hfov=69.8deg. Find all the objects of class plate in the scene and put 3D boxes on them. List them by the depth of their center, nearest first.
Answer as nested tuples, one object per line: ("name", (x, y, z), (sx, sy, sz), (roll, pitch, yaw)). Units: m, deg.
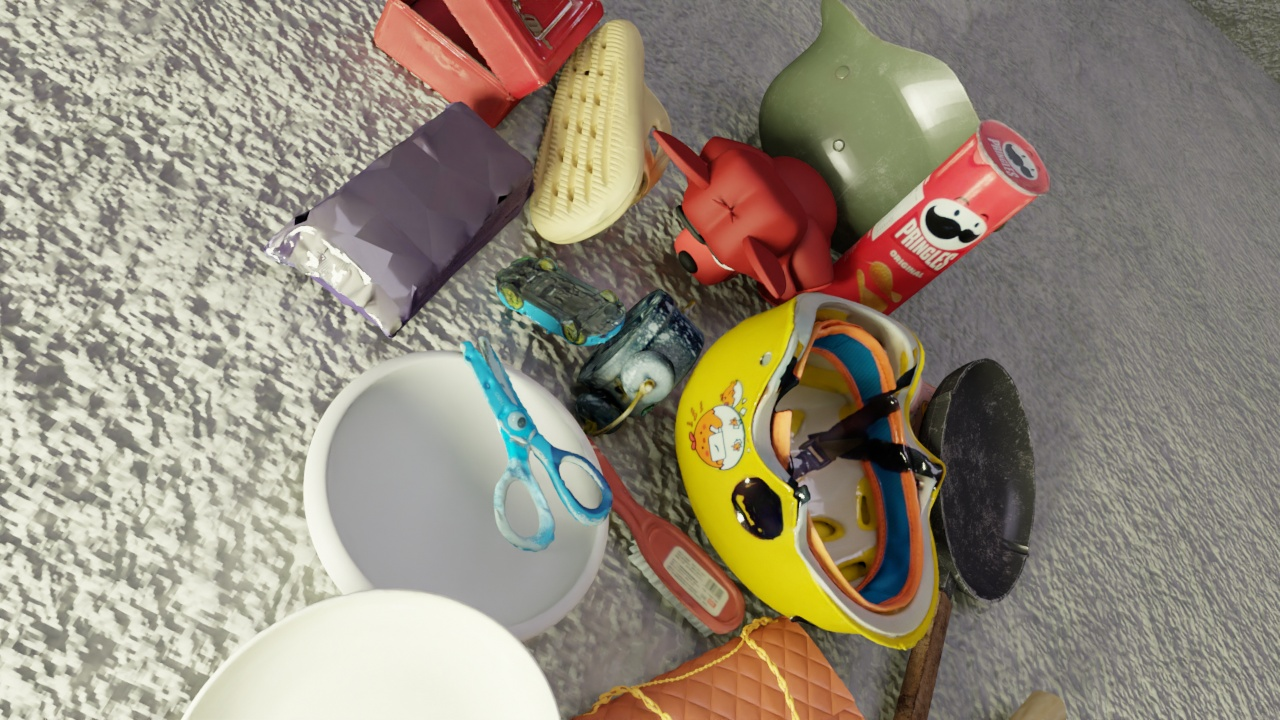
("plate", (-0.127, 0.197, 0.433), (0.182, 0.034, 0.182), (1, 88, -22))

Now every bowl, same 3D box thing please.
("bowl", (-0.109, 0.085, 0.532), (0.176, 0.066, 0.176), (18, 53, -25))

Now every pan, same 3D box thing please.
("pan", (0.247, 0.153, 0.730), (0.208, 0.040, 0.355), (56, 51, -29))

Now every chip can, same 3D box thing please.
("chip can", (0.226, -0.095, 0.772), (0.073, 0.234, 0.073), (17, 52, -23))

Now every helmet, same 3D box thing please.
("helmet", (0.108, 0.078, 0.645), (0.208, 0.140, 0.240), (1, 79, -47))
("helmet", (0.200, -0.200, 0.863), (0.268, 0.154, 0.227), (61, 7, 0))

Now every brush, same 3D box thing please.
("brush", (0.001, 0.117, 0.614), (0.172, 0.030, 0.040), (47, 47, -1))

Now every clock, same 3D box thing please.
("clock", (-0.004, 0.004, 0.646), (0.052, 0.090, 0.129), (43, 42, -12))

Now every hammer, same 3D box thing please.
("hammer", (0.202, 0.297, 0.601), (0.322, 0.051, 0.117), (-12, 100, -43))

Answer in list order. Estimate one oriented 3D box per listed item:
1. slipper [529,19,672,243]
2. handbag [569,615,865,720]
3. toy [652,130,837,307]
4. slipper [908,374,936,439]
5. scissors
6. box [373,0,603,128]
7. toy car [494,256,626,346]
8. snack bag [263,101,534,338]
("slipper", (-0.026, -0.179, 0.754), (0.079, 0.112, 0.260), (40, 38, -38))
("handbag", (0.055, 0.227, 0.551), (0.171, 0.060, 0.109), (-13, 57, -37))
("toy", (0.087, -0.112, 0.746), (0.158, 0.121, 0.196), (57, 24, 7))
("slipper", (0.204, 0.036, 0.778), (0.197, 0.082, 0.093), (15, 55, -25))
("scissors", (-0.064, 0.041, 0.538), (0.083, 0.015, 0.140), (-10, 66, -37))
("box", (-0.121, -0.282, 0.759), (0.136, 0.123, 0.157), (50, 40, -22))
("toy car", (-0.058, -0.039, 0.654), (0.105, 0.032, 0.048), (28, 49, 26))
("snack bag", (-0.152, -0.104, 0.633), (0.096, 0.059, 0.204), (40, 46, -8))
